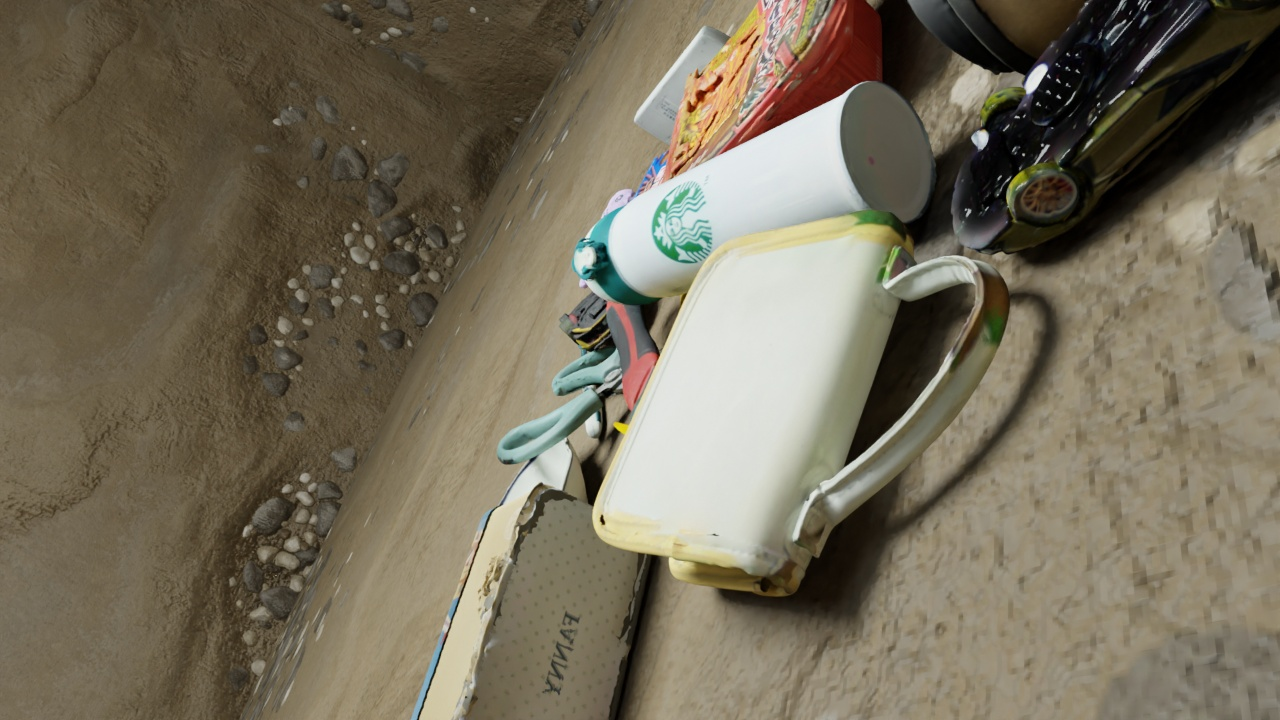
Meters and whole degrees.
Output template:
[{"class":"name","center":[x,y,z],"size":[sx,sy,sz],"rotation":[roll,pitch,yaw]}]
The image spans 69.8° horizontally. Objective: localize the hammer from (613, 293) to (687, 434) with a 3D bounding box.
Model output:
[{"class":"hammer","center":[0.041,-0.056,0.621],"size":[0.129,0.033,0.299],"rotation":[-46,23,38]}]

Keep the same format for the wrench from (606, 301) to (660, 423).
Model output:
[{"class":"wrench","center":[-0.003,0.003,0.572],"size":[0.056,0.016,0.273],"rotation":[-54,19,20]}]

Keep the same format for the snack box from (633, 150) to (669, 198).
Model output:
[{"class":"snack box","center":[0.028,-0.154,0.824],"size":[0.084,0.026,0.157],"rotation":[-63,17,-8]}]

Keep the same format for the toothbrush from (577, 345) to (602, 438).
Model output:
[{"class":"toothbrush","center":[-0.041,0.017,0.780],"size":[0.016,0.018,0.191],"rotation":[-50,22,17]}]

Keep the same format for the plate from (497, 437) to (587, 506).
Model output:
[{"class":"plate","center":[-0.092,0.176,0.638],"size":[0.162,0.034,0.265],"rotation":[-43,24,45]}]

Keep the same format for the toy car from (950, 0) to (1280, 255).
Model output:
[{"class":"toy car","center":[0.163,-0.099,0.311],"size":[0.159,0.042,0.070],"rotation":[-55,17,41]}]

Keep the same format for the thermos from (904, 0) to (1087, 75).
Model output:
[{"class":"thermos","center":[0.172,-0.176,0.341],"size":[0.144,0.093,0.092],"rotation":[-33,32,44]}]

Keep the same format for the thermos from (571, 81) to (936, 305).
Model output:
[{"class":"thermos","center":[0.044,-0.077,0.500],"size":[0.225,0.073,0.073],"rotation":[-14,49,53]}]

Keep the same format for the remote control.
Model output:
[{"class":"remote control","center":[0.049,-0.260,0.882],"size":[0.135,0.056,0.019],"rotation":[-41,26,51]}]

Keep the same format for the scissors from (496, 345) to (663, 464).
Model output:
[{"class":"scissors","center":[-0.047,0.034,0.686],"size":[0.169,0.019,0.178],"rotation":[-44,18,-23]}]

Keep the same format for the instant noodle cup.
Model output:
[{"class":"instant noodle cup","center":[0.088,-0.174,0.591],"size":[0.189,0.079,0.164],"rotation":[-43,24,44]}]

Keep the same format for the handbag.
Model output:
[{"class":"handbag","center":[0.070,0.019,0.381],"size":[0.179,0.063,0.163],"rotation":[-7,55,59]}]

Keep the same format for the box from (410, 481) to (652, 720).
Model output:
[{"class":"box","center":[-0.057,0.160,0.468],"size":[0.062,0.089,0.183],"rotation":[-31,32,48]}]

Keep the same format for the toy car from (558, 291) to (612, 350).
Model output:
[{"class":"toy car","center":[-0.034,-0.044,0.791],"size":[0.071,0.041,0.156],"rotation":[-46,10,-1]}]

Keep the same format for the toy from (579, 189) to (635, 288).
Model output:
[{"class":"toy","center":[-0.031,-0.124,0.931],"size":[0.108,0.039,0.084],"rotation":[-66,9,-12]}]
